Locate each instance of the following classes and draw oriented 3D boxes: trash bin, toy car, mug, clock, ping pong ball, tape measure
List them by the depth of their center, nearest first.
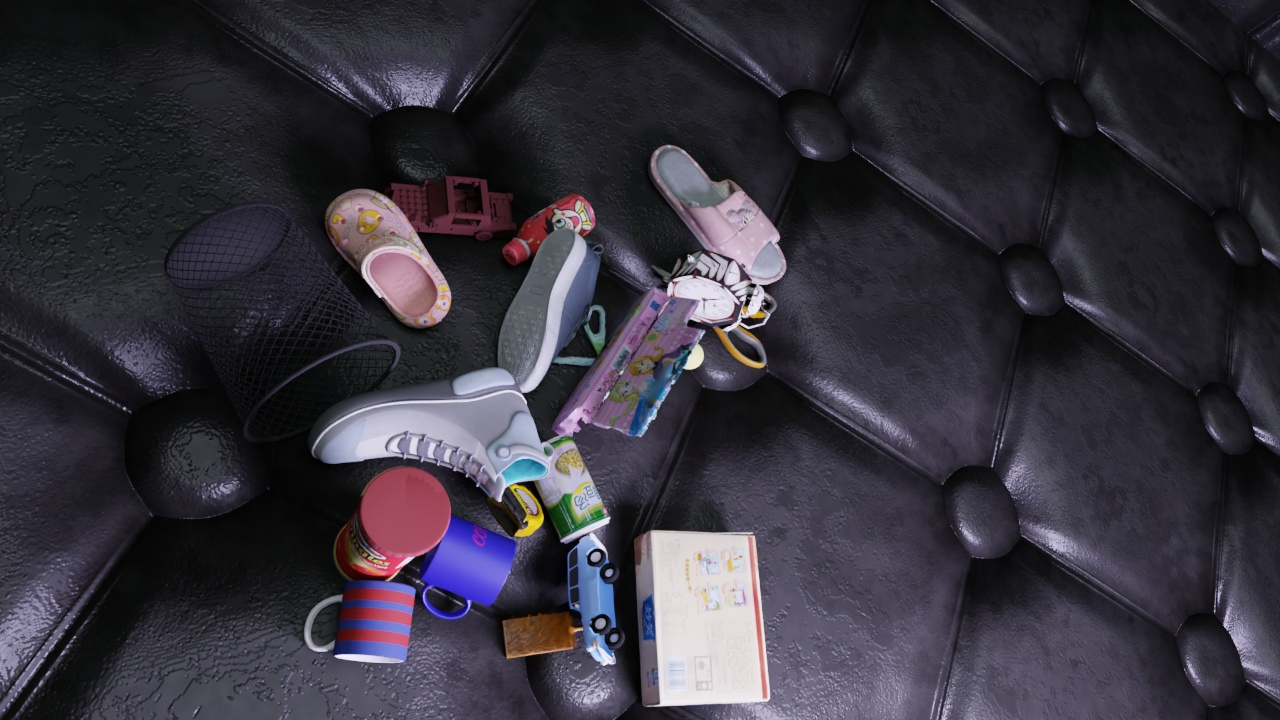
[{"bbox_3d":[-0.302,0.279,0.983,0.112,0.075,0.076,1,66,3],"label":"mug"},{"bbox_3d":[-0.401,-0.049,1.010,0.183,0.185,0.210,-30,78,-32],"label":"trash bin"},{"bbox_3d":[-0.203,0.241,1.043,0.083,0.079,0.111,26,88,-14],"label":"mug"},{"bbox_3d":[-0.055,0.282,1.082,0.055,0.056,0.153,-17,49,11],"label":"toy car"},{"bbox_3d":[-0.149,0.181,1.099,0.065,0.037,0.064,48,18,17],"label":"tape measure"},{"bbox_3d":[-0.247,-0.201,1.210,0.169,0.062,0.070,1,69,-26],"label":"toy car"},{"bbox_3d":[0.114,-0.097,1.288,0.154,0.115,0.064,31,60,-14],"label":"clock"},{"bbox_3d":[0.069,-0.008,1.293,0.040,0.040,0.040,10,65,-22],"label":"ping pong ball"}]

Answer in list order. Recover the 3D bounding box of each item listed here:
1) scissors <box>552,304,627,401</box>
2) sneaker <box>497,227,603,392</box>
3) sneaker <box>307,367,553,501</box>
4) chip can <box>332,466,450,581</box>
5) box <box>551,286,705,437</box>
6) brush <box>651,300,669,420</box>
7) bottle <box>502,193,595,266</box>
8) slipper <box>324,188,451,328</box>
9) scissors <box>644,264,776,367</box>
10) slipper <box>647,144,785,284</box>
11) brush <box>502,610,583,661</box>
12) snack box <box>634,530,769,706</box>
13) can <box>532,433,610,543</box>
[{"bbox_3d":[-0.050,0.004,1.250,0.171,0.021,0.172,7,71,-26],"label":"scissors"},{"bbox_3d":[-0.112,-0.061,1.206,0.087,0.089,0.235,35,70,-47],"label":"sneaker"},{"bbox_3d":[-0.232,0.105,1.046,0.256,0.093,0.160,-15,56,-30],"label":"sneaker"},{"bbox_3d":[-0.263,0.178,0.951,0.087,0.214,0.087,10,65,-22],"label":"chip can"},{"bbox_3d":[-0.014,-0.001,1.173,0.062,0.161,0.229,49,57,-27],"label":"box"},{"bbox_3d":[0.025,-0.014,1.281,0.033,0.012,0.217,25,54,-18],"label":"brush"},{"bbox_3d":[-0.129,-0.174,1.256,0.137,0.062,0.062,-39,89,-33],"label":"bottle"},{"bbox_3d":[-0.309,-0.127,1.124,0.093,0.081,0.197,-39,93,-1],"label":"slipper"},{"bbox_3d":[0.108,-0.068,1.350,0.225,0.016,0.175,9,66,-24],"label":"scissors"},{"bbox_3d":[0.122,-0.227,1.403,0.274,0.055,0.113,44,58,-3],"label":"slipper"},{"bbox_3d":[-0.099,0.321,1.087,0.126,0.017,0.048,0,69,-26],"label":"brush"},{"bbox_3d":[0.075,0.321,1.149,0.153,0.055,0.207,7,66,-23],"label":"snack box"},{"bbox_3d":[-0.091,0.158,1.131,0.067,0.067,0.121,-20,78,-31],"label":"can"}]
